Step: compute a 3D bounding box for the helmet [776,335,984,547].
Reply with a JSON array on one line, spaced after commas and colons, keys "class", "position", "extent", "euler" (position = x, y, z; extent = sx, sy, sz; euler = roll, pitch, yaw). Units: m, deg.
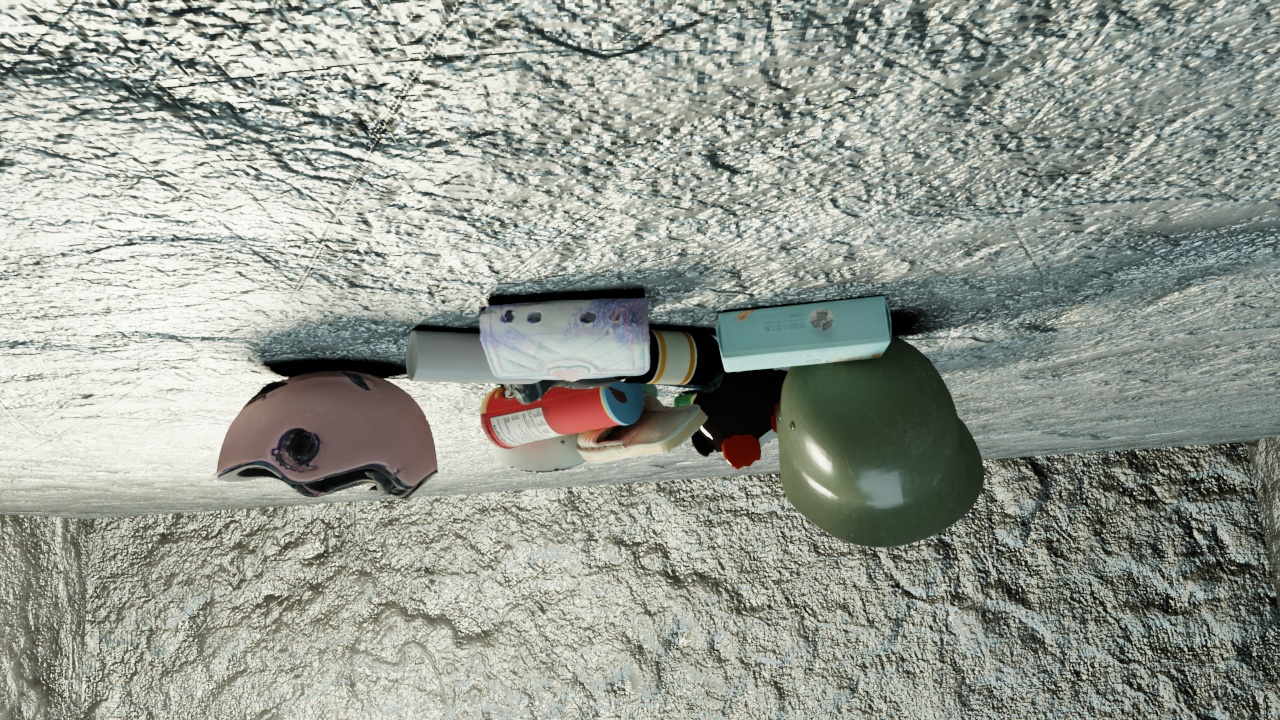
[{"class": "helmet", "position": [0.252, 0.056, 1.034], "extent": [0.227, 0.267, 0.154], "euler": [-25, 130, -5]}]

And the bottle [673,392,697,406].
[{"class": "bottle", "position": [0.106, 0.064, 1.395], "extent": [0.111, 0.043, 0.043], "euler": [-12, 166, 31]}]

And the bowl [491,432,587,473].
[{"class": "bowl", "position": [-0.144, 0.102, 1.351], "extent": [0.153, 0.073, 0.153], "euler": [0, -163, 0]}]

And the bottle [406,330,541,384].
[{"class": "bottle", "position": [-0.145, -0.001, 0.975], "extent": [0.195, 0.052, 0.053], "euler": [2, 167, -27]}]

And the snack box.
[{"class": "snack box", "position": [0.168, -0.026, 0.957], "extent": [0.175, 0.053, 0.075], "euler": [-7, 168, 7]}]

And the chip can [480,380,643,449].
[{"class": "chip can", "position": [-0.106, 0.060, 1.203], "extent": [0.214, 0.087, 0.087], "euler": [-13, 165, 34]}]

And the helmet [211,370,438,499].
[{"class": "helmet", "position": [-0.374, 0.091, 1.102], "extent": [0.255, 0.152, 0.230], "euler": [-1, 171, -7]}]

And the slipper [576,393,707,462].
[{"class": "slipper", "position": [-0.012, 0.087, 1.206], "extent": [0.114, 0.052, 0.264], "euler": [-40, -166, -28]}]

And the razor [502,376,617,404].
[{"class": "razor", "position": [-0.091, 0.021, 1.070], "extent": [0.140, 0.063, 0.053], "euler": [3, 168, -24]}]

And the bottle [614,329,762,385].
[{"class": "bottle", "position": [0.058, -0.002, 1.019], "extent": [0.181, 0.059, 0.059], "euler": [2, 167, -28]}]

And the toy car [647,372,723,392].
[{"class": "toy car", "position": [0.042, 0.005, 1.073], "extent": [0.120, 0.056, 0.044], "euler": [7, 179, -26]}]

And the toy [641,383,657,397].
[{"class": "toy", "position": [-0.019, 0.039, 1.269], "extent": [0.085, 0.033, 0.105], "euler": [16, 161, -29]}]

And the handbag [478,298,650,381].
[{"class": "handbag", "position": [-0.070, -0.019, 0.886], "extent": [0.158, 0.069, 0.126], "euler": [-1, 167, 0]}]

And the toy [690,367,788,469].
[{"class": "toy", "position": [0.123, 0.058, 1.241], "extent": [0.159, 0.140, 0.184], "euler": [-36, 180, -4]}]
